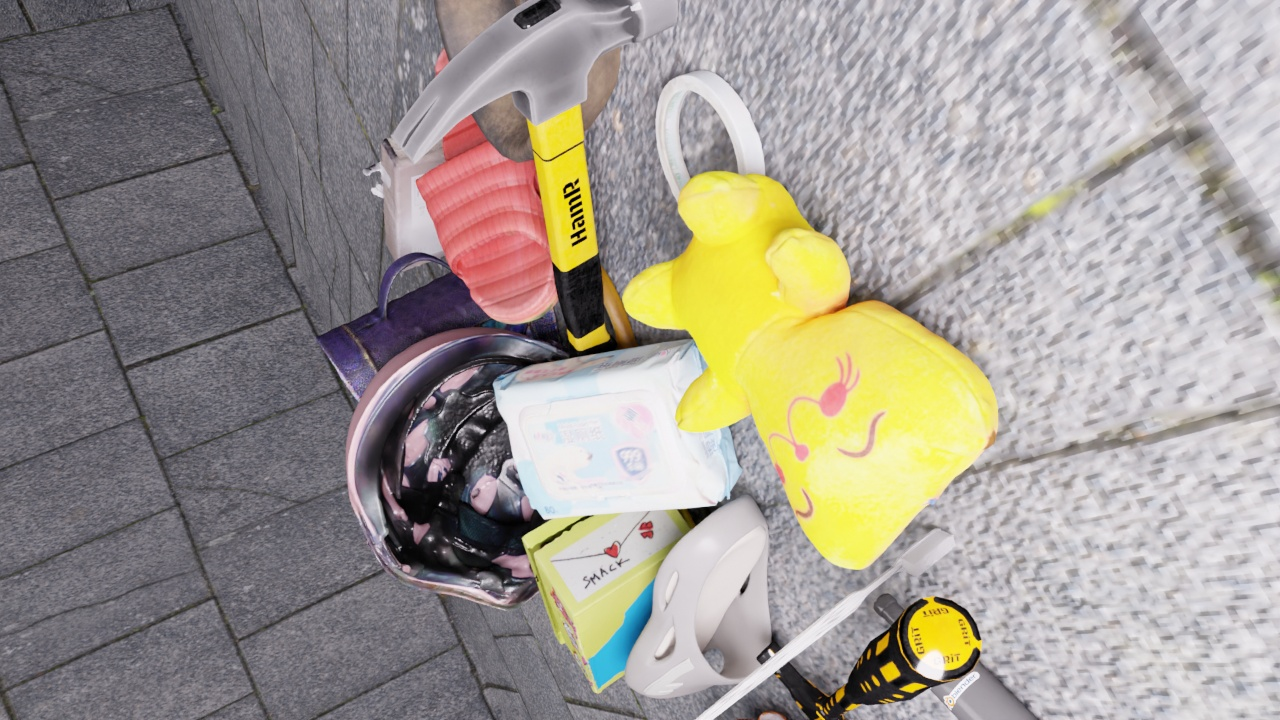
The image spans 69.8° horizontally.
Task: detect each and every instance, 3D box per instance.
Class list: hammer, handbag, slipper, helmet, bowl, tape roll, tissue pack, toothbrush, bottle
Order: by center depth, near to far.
[{"bbox_3d":[0.088,0.133,0.444,0.010,0.181,0.010,20,135,56],"label":"toothbrush"},{"bbox_3d":[0.169,0.170,0.497,0.113,0.030,0.030,46,150,40],"label":"bottle"},{"bbox_3d":[0.039,-0.119,0.528,0.093,0.013,0.093,49,152,37],"label":"tape roll"},{"bbox_3d":[0.132,0.190,0.529,0.123,0.036,0.321,45,162,19],"label":"hammer"},{"bbox_3d":[-0.050,-0.086,0.600,0.034,0.169,0.325,49,161,28],"label":"hammer"},{"bbox_3d":[-0.073,-0.218,0.602,0.162,0.070,0.162,48,151,37],"label":"bowl"},{"bbox_3d":[-0.022,0.052,0.661,0.182,0.069,0.112,-10,107,28],"label":"tissue pack"},{"bbox_3d":[-0.123,-0.145,0.698,0.104,0.059,0.248,-21,74,26],"label":"slipper"},{"bbox_3d":[0.058,0.206,0.700,0.080,0.112,0.267,41,143,25],"label":"slipper"},{"bbox_3d":[-0.139,0.074,0.794,0.255,0.230,0.152,35,-179,-36],"label":"helmet"},{"bbox_3d":[-0.190,-0.002,0.906,0.125,0.204,0.222,34,147,53],"label":"handbag"},{"bbox_3d":[-0.221,-0.172,0.935,0.071,0.103,0.182,62,158,15],"label":"tissue pack"}]

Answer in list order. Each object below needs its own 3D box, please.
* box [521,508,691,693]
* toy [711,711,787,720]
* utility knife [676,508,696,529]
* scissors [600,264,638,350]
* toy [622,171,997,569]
[{"bbox_3d":[-0.019,0.196,0.790,0.082,0.124,0.221,51,163,28],"label":"box"},{"bbox_3d":[0.108,0.379,0.751,0.164,0.092,0.172,-35,75,45],"label":"toy"},{"bbox_3d":[0.000,0.062,0.763,0.218,0.019,0.030,65,157,-7],"label":"utility knife"},{"bbox_3d":[-0.004,0.005,0.737,0.228,0.016,0.134,52,154,30],"label":"scissors"},{"bbox_3d":[0.081,-0.001,0.460,0.194,0.087,0.135,51,135,25],"label":"toy"}]
